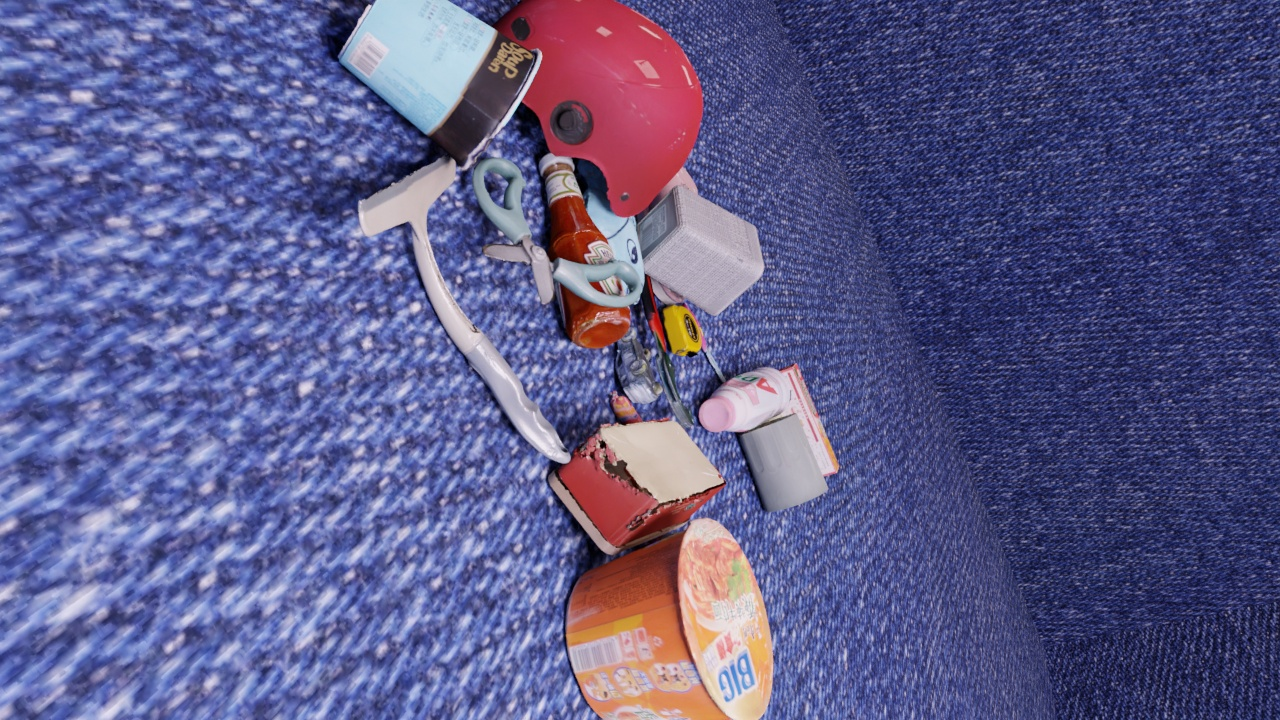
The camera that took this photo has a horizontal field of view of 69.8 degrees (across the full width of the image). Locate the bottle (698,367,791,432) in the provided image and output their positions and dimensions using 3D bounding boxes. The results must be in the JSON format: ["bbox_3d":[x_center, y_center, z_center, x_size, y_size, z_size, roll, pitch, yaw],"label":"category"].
[{"bbox_3d":[0.127,0.052,1.125,0.196,0.068,0.068,-14,84,-64],"label":"bottle"}]

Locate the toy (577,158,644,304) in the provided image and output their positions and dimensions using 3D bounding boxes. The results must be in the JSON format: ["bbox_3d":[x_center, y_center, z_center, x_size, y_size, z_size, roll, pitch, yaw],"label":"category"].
[{"bbox_3d":[-0.032,-0.137,0.956,0.161,0.050,0.156,64,20,-7],"label":"toy"}]

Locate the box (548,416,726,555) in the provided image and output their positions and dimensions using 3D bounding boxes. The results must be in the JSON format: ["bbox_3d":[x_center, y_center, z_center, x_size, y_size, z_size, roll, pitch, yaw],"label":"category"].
[{"bbox_3d":[0.007,0.095,0.779,0.091,0.080,0.168,50,18,17],"label":"box"}]

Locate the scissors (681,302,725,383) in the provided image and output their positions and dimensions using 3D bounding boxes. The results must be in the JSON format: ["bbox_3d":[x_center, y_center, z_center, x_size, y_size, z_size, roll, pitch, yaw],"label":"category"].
[{"bbox_3d":[0.081,-0.016,1.147,0.135,0.017,0.063,57,14,-36],"label":"scissors"}]

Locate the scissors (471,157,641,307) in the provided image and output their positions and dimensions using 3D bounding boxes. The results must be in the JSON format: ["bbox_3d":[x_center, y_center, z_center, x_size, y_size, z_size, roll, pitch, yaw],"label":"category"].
[{"bbox_3d":[-0.075,-0.106,0.778,0.173,0.019,0.170,6,49,-45],"label":"scissors"}]

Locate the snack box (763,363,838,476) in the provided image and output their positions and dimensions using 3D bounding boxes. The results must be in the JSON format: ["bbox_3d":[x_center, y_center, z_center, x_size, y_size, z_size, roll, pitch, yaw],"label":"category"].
[{"bbox_3d":[0.203,0.089,1.240,0.156,0.077,0.027,67,23,-6],"label":"snack box"}]

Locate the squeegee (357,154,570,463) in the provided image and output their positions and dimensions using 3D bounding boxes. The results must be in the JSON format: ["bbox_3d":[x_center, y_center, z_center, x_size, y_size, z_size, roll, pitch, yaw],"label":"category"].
[{"bbox_3d":[-0.122,-0.021,0.680,0.246,0.039,0.246,-86,151,-70],"label":"squeegee"}]

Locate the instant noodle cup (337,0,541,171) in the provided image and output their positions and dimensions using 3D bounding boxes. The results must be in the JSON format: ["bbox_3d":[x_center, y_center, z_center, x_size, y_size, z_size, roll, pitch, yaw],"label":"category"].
[{"bbox_3d":[-0.153,-0.221,0.683,0.120,0.111,0.111,33,38,-23],"label":"instant noodle cup"}]

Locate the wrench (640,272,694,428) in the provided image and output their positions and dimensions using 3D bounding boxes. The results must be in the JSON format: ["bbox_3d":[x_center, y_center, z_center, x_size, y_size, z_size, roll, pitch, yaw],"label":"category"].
[{"bbox_3d":[0.014,-0.051,0.994,0.056,0.016,0.273,49,23,-58],"label":"wrench"}]

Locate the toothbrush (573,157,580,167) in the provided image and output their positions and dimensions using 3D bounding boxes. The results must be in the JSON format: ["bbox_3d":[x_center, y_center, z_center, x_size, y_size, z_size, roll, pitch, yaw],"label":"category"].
[{"bbox_3d":[-0.074,-0.290,1.034,0.015,0.018,0.180,30,43,-51],"label":"toothbrush"}]

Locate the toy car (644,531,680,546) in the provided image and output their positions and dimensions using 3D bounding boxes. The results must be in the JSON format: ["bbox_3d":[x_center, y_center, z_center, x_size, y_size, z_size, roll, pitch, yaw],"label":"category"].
[{"bbox_3d":[0.043,0.191,0.852,0.120,0.045,0.052,25,50,-51],"label":"toy car"}]

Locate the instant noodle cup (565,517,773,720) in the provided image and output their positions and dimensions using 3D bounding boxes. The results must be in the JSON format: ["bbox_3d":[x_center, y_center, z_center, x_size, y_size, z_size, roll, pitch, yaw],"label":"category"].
[{"bbox_3d":[0.020,0.208,0.704,0.151,0.112,0.151,46,32,-42],"label":"instant noodle cup"}]

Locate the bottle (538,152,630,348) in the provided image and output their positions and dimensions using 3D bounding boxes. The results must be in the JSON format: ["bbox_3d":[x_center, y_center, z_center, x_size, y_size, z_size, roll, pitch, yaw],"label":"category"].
[{"bbox_3d":[-0.059,-0.110,0.864,0.059,0.060,0.205,30,38,-55],"label":"bottle"}]

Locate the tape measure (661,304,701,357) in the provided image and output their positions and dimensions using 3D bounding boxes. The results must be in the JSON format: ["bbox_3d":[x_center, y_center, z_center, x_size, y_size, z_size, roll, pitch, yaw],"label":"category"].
[{"bbox_3d":[0.046,-0.032,1.063,0.057,0.029,0.060,12,60,-61],"label":"tape measure"}]

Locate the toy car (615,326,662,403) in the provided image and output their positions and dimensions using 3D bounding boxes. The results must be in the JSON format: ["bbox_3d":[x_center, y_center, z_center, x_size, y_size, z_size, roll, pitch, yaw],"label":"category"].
[{"bbox_3d":[-0.005,0.005,0.914,0.043,0.034,0.090,51,16,-40],"label":"toy car"}]

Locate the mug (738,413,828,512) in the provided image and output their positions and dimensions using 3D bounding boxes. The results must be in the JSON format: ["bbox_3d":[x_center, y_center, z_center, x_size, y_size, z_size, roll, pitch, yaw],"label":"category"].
[{"bbox_3d":[0.176,0.128,1.166,0.124,0.083,0.103,124,-55,-86],"label":"mug"}]

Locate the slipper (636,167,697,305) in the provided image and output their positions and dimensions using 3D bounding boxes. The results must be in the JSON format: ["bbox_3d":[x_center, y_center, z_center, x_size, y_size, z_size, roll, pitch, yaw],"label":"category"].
[{"bbox_3d":[0.041,-0.184,1.143,0.114,0.055,0.273,48,33,-40],"label":"slipper"}]

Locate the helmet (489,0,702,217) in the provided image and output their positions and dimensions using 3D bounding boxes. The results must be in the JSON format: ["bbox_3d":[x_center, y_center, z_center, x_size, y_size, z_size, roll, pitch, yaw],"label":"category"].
[{"bbox_3d":[-0.032,-0.279,0.909,0.240,0.144,0.206,42,25,-26],"label":"helmet"}]

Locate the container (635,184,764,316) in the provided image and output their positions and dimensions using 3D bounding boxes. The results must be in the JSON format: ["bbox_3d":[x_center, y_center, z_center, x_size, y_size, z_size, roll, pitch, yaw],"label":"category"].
[{"bbox_3d":[0.062,-0.124,1.017,0.114,0.090,0.090,26,40,-30],"label":"container"}]

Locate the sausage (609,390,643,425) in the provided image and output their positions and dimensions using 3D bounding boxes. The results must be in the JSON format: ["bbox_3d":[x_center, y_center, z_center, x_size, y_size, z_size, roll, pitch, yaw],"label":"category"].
[{"bbox_3d":[0.011,0.089,0.900,0.156,0.020,0.020,57,27,-26],"label":"sausage"}]
